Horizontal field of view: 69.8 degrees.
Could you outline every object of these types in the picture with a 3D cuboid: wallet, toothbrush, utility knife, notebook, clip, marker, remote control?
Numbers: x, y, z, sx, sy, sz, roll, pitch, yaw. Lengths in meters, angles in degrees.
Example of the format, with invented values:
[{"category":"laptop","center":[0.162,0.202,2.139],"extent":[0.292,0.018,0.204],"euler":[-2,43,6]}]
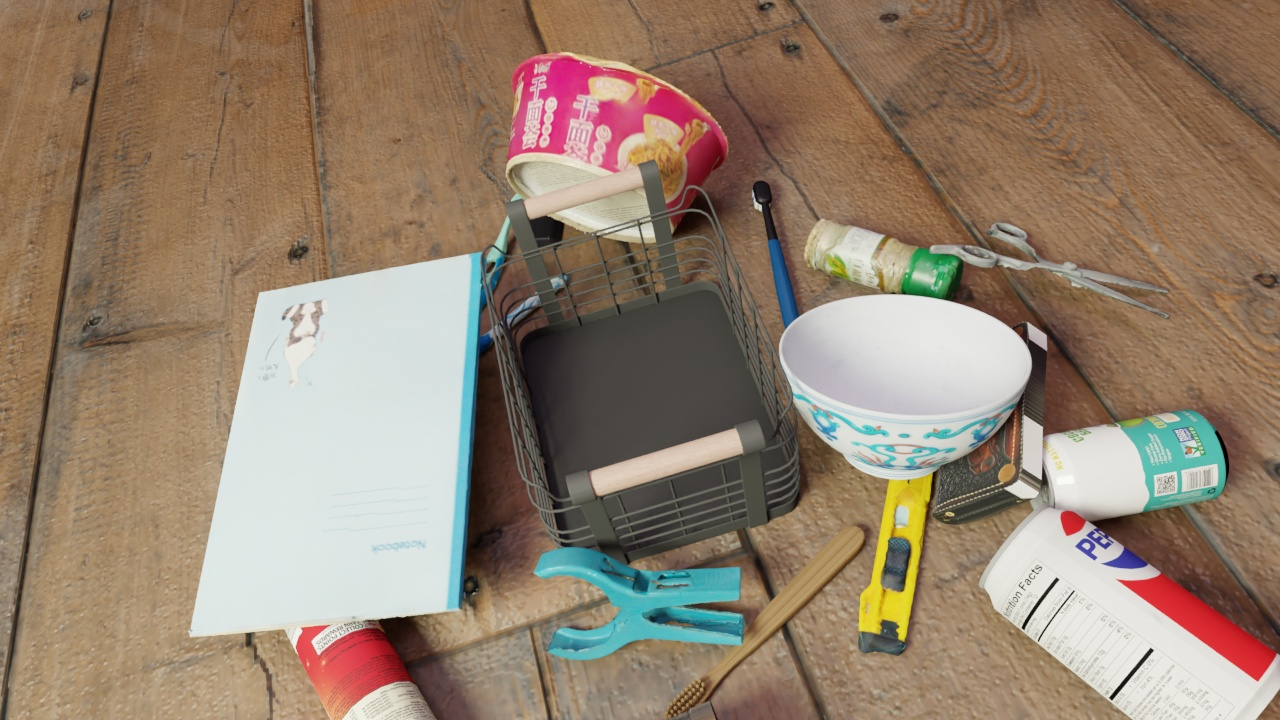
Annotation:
[{"category":"wallet","center":[0.219,0.039,0.574],"extent":[0.019,0.072,0.122],"euler":[30,55,-15]},{"category":"toothbrush","center":[0.106,-0.078,0.713],"extent":[0.014,0.014,0.167],"euler":[-3,56,-5]},{"category":"toothbrush","center":[0.076,0.156,0.547],"extent":[0.166,0.016,0.016],"euler":[-39,54,-18]},{"category":"utility knife","center":[0.161,0.104,0.570],"extent":[0.030,0.017,0.164],"euler":[14,55,10]},{"category":"notebook","center":[-0.192,0.046,0.604],"extent":[0.181,0.009,0.253],"euler":[-9,60,11]},{"category":"clip","center":[-0.005,0.161,0.546],"extent":[0.130,0.121,0.031],"euler":[18,22,1]},{"category":"marker","center":[-0.111,-0.025,0.723],"extent":[0.141,0.013,0.013],"euler":[-41,57,-18]},{"category":"remote control","center":[-0.081,-0.153,0.810],"extent":[0.032,0.015,0.136],"euler":[-3,53,10]},{"category":"toothbrush","center":[-0.122,-0.084,0.765],"extent":[0.022,0.017,0.135],"euler":[12,65,18]}]

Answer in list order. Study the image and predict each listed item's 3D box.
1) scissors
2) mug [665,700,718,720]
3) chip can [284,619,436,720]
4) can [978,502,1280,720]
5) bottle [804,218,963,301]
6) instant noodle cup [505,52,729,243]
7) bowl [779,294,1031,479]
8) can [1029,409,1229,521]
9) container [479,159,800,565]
[{"category":"scissors","center":[0.284,-0.063,0.641],"extent":[0.161,0.014,0.141],"euler":[-5,35,-25]},{"category":"mug","center":[0.006,0.248,0.460],"extent":[0.107,0.080,0.115],"euler":[-20,69,-2]},{"category":"chip can","center":[-0.149,0.209,0.533],"extent":[0.051,0.052,0.214],"euler":[-36,55,-15]},{"category":"can","center":[0.255,0.141,0.486],"extent":[0.070,0.070,0.132],"euler":[-39,56,-17]},{"category":"bottle","center":[0.178,-0.073,0.678],"extent":[0.111,0.043,0.043],"euler":[22,61,26]},{"category":"instant noodle cup","center":[-0.028,-0.153,0.712],"extent":[0.179,0.178,0.077],"euler":[14,79,21]},{"category":"bowl","center":[0.158,0.025,0.564],"extent":[0.144,0.074,0.143],"euler":[-4,31,2]},{"category":"can","center":[0.286,0.064,0.546],"extent":[0.101,0.055,0.054],"euler":[-11,52,4]},{"category":"container","center":[-0.004,0.004,0.604],"extent":[0.163,0.130,0.241],"euler":[-17,52,-1]}]
